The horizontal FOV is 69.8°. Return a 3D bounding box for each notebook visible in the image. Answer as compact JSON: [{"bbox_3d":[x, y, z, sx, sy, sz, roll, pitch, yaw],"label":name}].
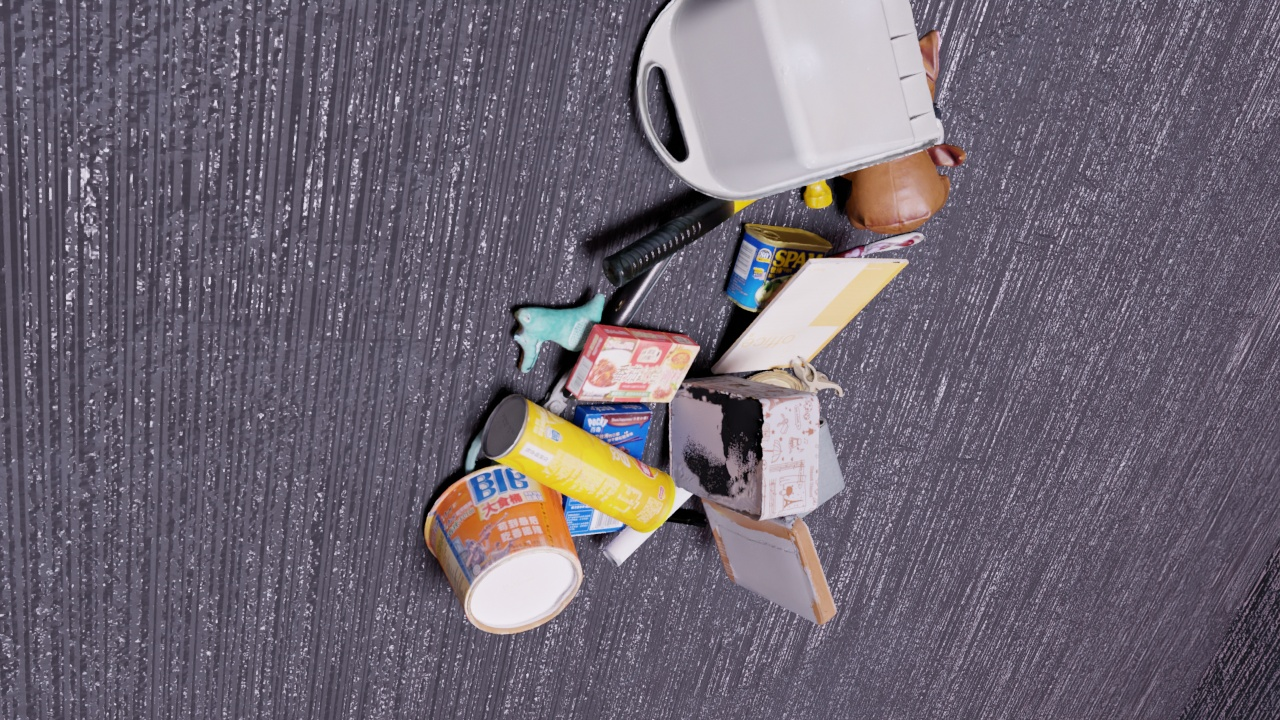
[{"bbox_3d":[0.185,-0.048,1.024,0.145,0.010,0.207,-4,149,-32],"label":"notebook"}]

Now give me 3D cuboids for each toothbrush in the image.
[{"bbox_3d":[0.271,-0.131,1.098,0.187,0.017,0.016,-15,122,-25],"label":"toothbrush"},{"bbox_3d":[-0.017,-0.049,0.941,0.212,0.026,0.027,-57,143,3],"label":"toothbrush"},{"bbox_3d":[0.042,0.158,1.084,0.220,0.026,0.027,-41,173,-21],"label":"toothbrush"}]

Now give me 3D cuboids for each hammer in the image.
[{"bbox_3d":[0.084,-0.158,0.923,0.300,0.033,0.129,-34,126,-25],"label":"hammer"}]

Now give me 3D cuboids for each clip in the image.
[{"bbox_3d":[0.206,0.040,1.133,0.101,0.035,0.096,13,114,-48],"label":"clip"}]

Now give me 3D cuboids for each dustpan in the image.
[{"bbox_3d":[0.133,-0.270,0.870,0.257,0.143,0.223,-29,108,-36],"label":"dustpan"}]

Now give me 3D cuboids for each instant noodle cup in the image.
[{"bbox_3d":[-0.134,0.197,0.937,0.151,0.111,0.152,-15,130,-18],"label":"instant noodle cup"}]

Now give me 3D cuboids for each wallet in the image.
[{"bbox_3d":[0.217,0.151,1.209,0.106,0.037,0.130,-35,129,-14],"label":"wallet"}]

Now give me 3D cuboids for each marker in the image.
[{"bbox_3d":[0.029,0.187,1.114,0.132,0.022,0.020,18,111,-39],"label":"marker"}]

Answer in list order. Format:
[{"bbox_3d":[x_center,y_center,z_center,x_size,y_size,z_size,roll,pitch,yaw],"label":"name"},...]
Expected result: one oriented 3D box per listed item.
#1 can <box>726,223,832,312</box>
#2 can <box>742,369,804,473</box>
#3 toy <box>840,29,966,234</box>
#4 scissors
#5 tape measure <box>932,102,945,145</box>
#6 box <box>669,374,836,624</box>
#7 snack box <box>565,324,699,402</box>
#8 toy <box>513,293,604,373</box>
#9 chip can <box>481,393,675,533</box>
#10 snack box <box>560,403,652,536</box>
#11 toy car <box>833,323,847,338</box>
[{"bbox_3d":[0.151,-0.100,1.011,0.102,0.057,0.083,0,117,-33],"label":"can"},{"bbox_3d":[0.159,0.076,1.099,0.075,0.075,0.111,-23,129,-21],"label":"can"},{"bbox_3d":[0.264,-0.238,0.970,0.140,0.130,0.200,-11,117,17],"label":"toy"},{"bbox_3d":[-0.123,0.063,0.948,0.129,0.019,0.185,10,108,-37],"label":"scissors"},{"bbox_3d":[0.314,-0.252,1.048,0.066,0.033,0.066,-34,127,-16],"label":"tape measure"},{"bbox_3d":[0.121,0.154,1.010,0.102,0.179,0.261,-7,100,-30],"label":"box"},{"bbox_3d":[-0.006,0.006,0.960,0.152,0.025,0.075,5,119,-50],"label":"snack box"},{"bbox_3d":[-0.087,-0.028,0.913,0.091,0.030,0.097,4,120,-30],"label":"toy"},{"bbox_3d":[-0.060,0.111,0.947,0.213,0.072,0.072,32,96,-35],"label":"chip can"},{"bbox_3d":[-0.044,0.123,1.026,0.084,0.026,0.157,0,115,-32],"label":"snack box"},{"bbox_3d":[0.218,-0.062,1.092,0.049,0.031,0.106,-45,138,-1],"label":"toy car"}]
